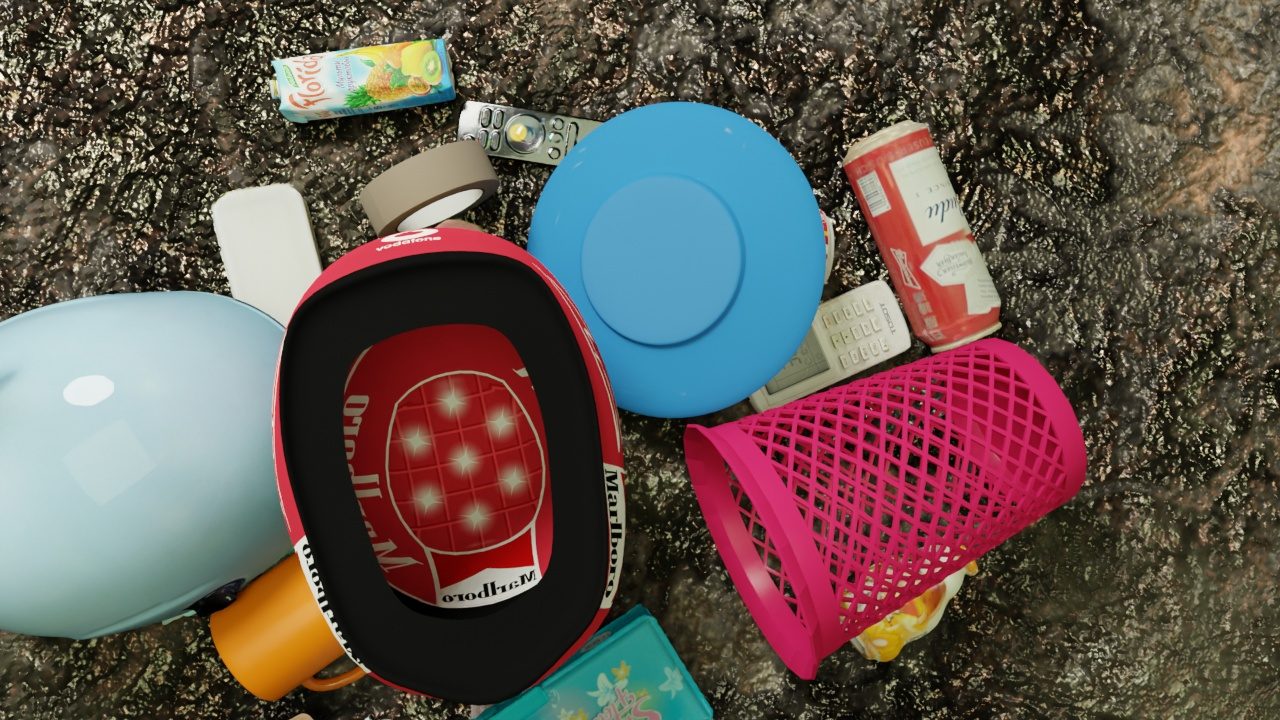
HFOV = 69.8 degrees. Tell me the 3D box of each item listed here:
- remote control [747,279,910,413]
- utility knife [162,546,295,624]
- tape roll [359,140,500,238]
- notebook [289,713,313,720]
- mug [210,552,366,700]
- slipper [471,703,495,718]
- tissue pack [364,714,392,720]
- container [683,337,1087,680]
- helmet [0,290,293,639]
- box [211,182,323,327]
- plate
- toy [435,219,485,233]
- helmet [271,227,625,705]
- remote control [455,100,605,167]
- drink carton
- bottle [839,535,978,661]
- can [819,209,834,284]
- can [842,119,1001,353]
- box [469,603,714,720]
[{"bbox_3d":[0.139,-0.011,0.708,0.138,0.025,0.060,-23,91,-6],"label":"remote control"},{"bbox_3d":[-0.292,0.160,0.666,0.120,0.015,0.022,-25,123,-5],"label":"utility knife"},{"bbox_3d":[-0.147,-0.119,0.645,0.093,0.094,0.030,-26,92,-6],"label":"tape roll"},{"bbox_3d":[-0.242,0.340,0.612,0.211,0.022,0.169,-33,93,26],"label":"notebook"},{"bbox_3d":[-0.225,0.188,0.648,0.096,0.077,0.112,-35,121,-6],"label":"mug"},{"bbox_3d":[-0.080,0.183,0.663,0.094,0.064,0.239,2,90,-6],"label":"slipper"},{"bbox_3d":[-0.155,0.326,0.653,0.144,0.062,0.093,31,85,-6],"label":"tissue pack"},{"bbox_3d":[0.172,0.085,0.637,0.225,0.183,0.183,-23,91,-10],"label":"container"},{"bbox_3d":[-0.335,0.068,0.578,0.266,0.167,0.225,-23,91,3],"label":"helmet"},{"bbox_3d":[-0.250,-0.022,0.658,0.065,0.045,0.210,-14,90,-8],"label":"box"},{"bbox_3d":[0.016,-0.070,0.647,0.225,0.024,0.224,1,93,20],"label":"plate"},{"bbox_3d":[-0.123,-0.044,0.667,0.110,0.051,0.090,41,92,-8],"label":"toy"},{"bbox_3d":[-0.109,0.057,0.549,0.197,0.225,0.270,-12,77,-10],"label":"helmet"},{"bbox_3d":[-0.062,-0.165,0.693,0.152,0.020,0.041,8,89,-5],"label":"remote control"},{"bbox_3d":[-0.201,-0.203,0.668,0.129,0.038,0.044,-10,90,-6],"label":"drink carton"},{"bbox_3d":[0.201,0.176,0.693,0.109,0.063,0.063,-34,93,-5],"label":"bottle"},{"bbox_3d":[0.086,-0.083,0.684,0.104,0.064,0.064,1,89,-6],"label":"can"},{"bbox_3d":[0.214,-0.093,0.697,0.067,0.067,0.170,-23,92,-6],"label":"can"},{"bbox_3d":[-0.044,0.305,0.627,0.226,0.039,0.182,-32,95,-11],"label":"box"}]
